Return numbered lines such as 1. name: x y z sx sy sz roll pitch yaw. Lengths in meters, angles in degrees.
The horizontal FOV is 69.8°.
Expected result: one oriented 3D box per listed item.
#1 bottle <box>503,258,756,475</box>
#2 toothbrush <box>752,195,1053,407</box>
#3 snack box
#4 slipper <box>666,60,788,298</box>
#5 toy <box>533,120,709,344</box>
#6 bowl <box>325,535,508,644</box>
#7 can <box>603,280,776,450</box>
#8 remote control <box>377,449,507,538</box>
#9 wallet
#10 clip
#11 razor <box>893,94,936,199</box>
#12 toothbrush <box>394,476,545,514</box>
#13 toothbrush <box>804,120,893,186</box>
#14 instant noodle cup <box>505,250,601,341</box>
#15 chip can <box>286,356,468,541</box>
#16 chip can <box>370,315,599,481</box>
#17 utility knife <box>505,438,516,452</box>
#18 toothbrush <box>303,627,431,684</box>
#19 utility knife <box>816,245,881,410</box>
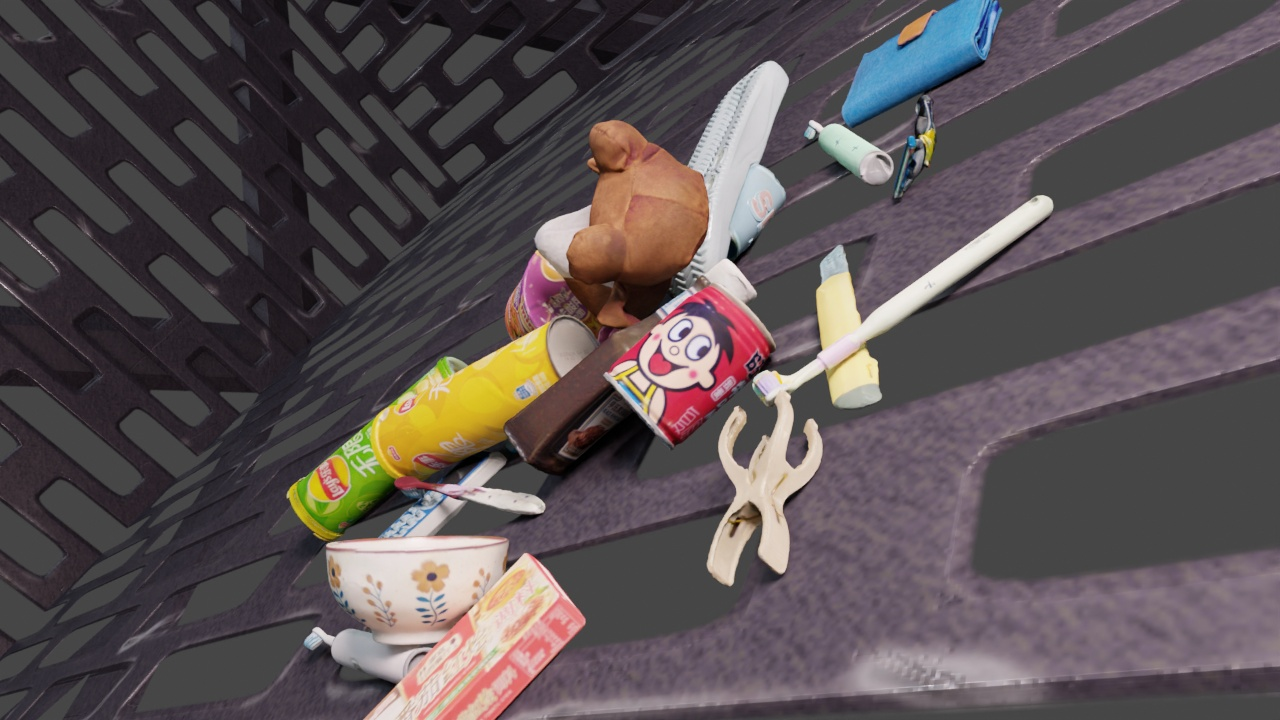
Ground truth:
1. bottle: -0.004 0.004 0.644 0.195 0.044 0.080 -40 -21 3
2. toothbrush: 0.143 -0.033 0.496 0.189 0.020 0.029 -34 20 0
3. snack box: -0.101 0.181 0.512 0.152 0.025 0.075 -45 20 -10
4. slipper: 0.082 -0.151 0.800 0.104 0.074 0.245 -21 44 61
5. toy: -0.019 -0.086 0.699 0.200 0.130 0.140 96 -173 -79
6. bowl: -0.140 0.144 0.581 0.114 0.113 0.062 -12 78 55
7. can: 0.032 0.002 0.581 0.094 0.066 0.066 -42 19 -3
8. remote control: -0.167 0.120 0.769 0.124 0.024 0.049 -44 19 -21
9. wallet: 0.245 -0.266 0.805 0.133 0.040 0.106 -20 33 45
10. clip: 0.069 0.057 0.448 0.081 0.034 0.104 -33 26 25
11. razor: 0.209 -0.166 0.681 0.142 0.022 0.043 -60 -17 -50
12. toothbrush: -0.136 0.106 0.711 0.188 0.017 0.016 0 38 43
13. toothbrush: 0.170 -0.184 0.781 0.027 0.026 0.224 -59 14 19
14. instant noodle cup: -0.069 -0.046 0.832 0.111 0.111 0.099 -52 13 -27
15. chip can: -0.250 0.087 0.927 0.221 0.072 0.072 -40 19 4
16. chip can: -0.127 0.036 0.752 0.214 0.072 0.071 -25 25 31
17. utility knife: -0.031 0.020 0.738 0.207 0.018 0.034 -30 34 28
18. toothbrush: -0.195 0.202 0.640 0.026 0.027 0.222 -43 17 -34
19. utility knife: 0.120 -0.026 0.548 0.031 0.020 0.194 -27 30 21
